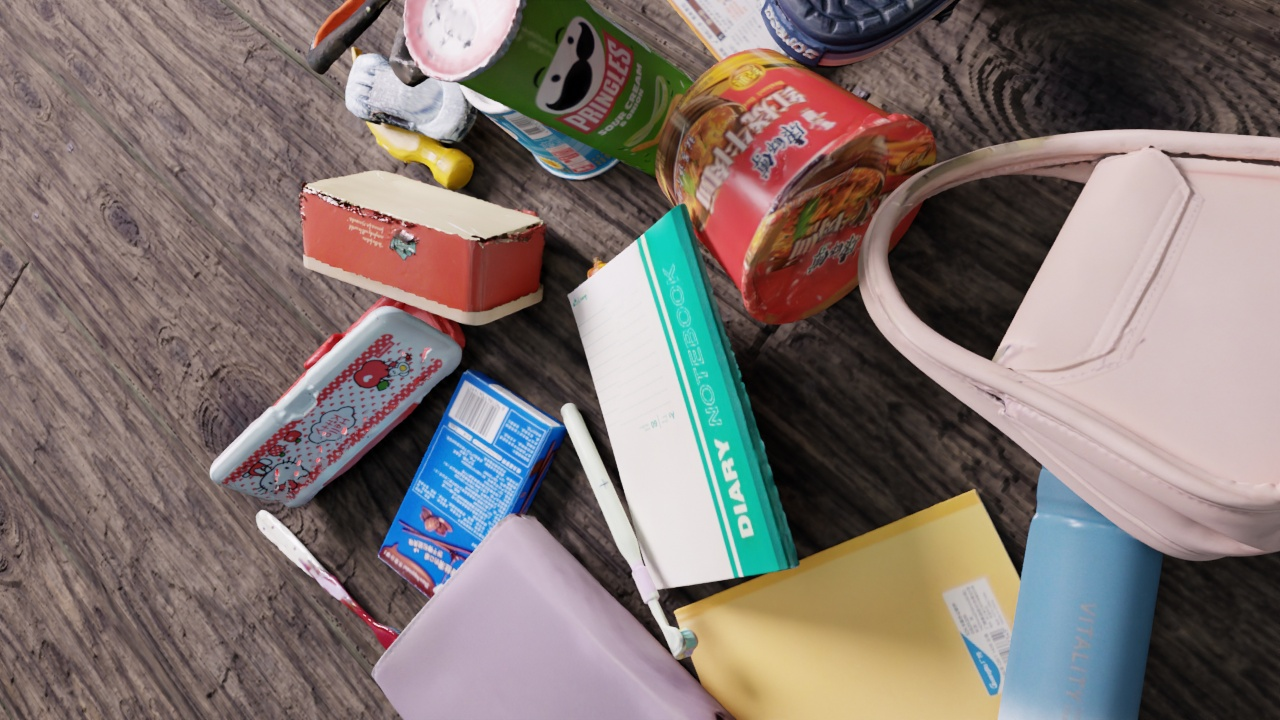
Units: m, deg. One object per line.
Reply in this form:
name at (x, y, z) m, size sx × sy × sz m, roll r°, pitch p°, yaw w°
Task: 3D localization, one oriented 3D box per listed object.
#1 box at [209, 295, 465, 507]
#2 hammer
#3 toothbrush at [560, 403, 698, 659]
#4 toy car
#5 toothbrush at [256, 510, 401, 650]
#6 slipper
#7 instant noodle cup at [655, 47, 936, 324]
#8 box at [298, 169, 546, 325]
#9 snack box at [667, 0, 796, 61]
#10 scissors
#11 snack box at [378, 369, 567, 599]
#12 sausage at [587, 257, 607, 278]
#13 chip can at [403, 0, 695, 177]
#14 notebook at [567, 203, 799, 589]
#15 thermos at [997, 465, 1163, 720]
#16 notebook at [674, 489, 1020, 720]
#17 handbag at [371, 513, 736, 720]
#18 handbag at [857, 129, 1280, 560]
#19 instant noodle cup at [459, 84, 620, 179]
box at (-0.229, 0.024, 0.676) m, size 0.202 × 0.100 × 0.095 m, roll -40°, pitch 71°, yaw 16°
hammer at (-0.111, -0.281, 0.672) m, size 0.129 × 0.032 × 0.301 m, roll 37°, pitch 104°, yaw 14°
toothbrush at (-0.012, 0.104, 0.596) m, size 0.020 × 0.029 × 0.189 m, roll -28°, pitch 61°, yaw -1°
toy car at (-0.167, -0.190, 0.661) m, size 0.106 × 0.031 × 0.049 m, roll 18°, pitch 99°, yaw 17°
toothbrush at (-0.241, 0.171, 0.716) m, size 0.187 × 0.017 × 0.016 m, roll 32°, pitch 91°, yaw 26°
slipper at (0.168, -0.251, 0.519) m, size 0.105 × 0.095 × 0.252 m, roll 45°, pitch 81°, yaw -2°
instant noodle cup at (0.083, -0.105, 0.533) m, size 0.138 × 0.137 × 0.108 m, roll -49°, pitch 59°, yaw 13°
box at (-0.153, -0.092, 0.649) m, size 0.168 × 0.091 × 0.078 m, roll 19°, pitch 117°, yaw 24°
snack box at (0.049, -0.248, 0.575) m, size 0.075 × 0.026 × 0.154 m, roll -40°, pitch 99°, yaw 16°
scissors at (-0.156, -0.271, 0.639) m, size 0.234 × 0.021 × 0.220 m, roll -33°, pitch 50°, yaw 20°
snack box at (-0.122, 0.095, 0.660) m, size 0.084 × 0.026 × 0.157 m, roll 30°, pitch 98°, yaw 24°
sausage at (-0.004, 0.004, 0.617) m, size 0.021 × 0.021 × 0.165 m, roll -25°, pitch 76°, yaw 20°
chip can at (-0.026, -0.159, 0.523) m, size 0.072 × 0.235 × 0.072 m, roll -2°, pitch 86°, yaw 30°
notebook at (0.018, 0.031, 0.557) m, size 0.151 × 0.012 × 0.209 m, roll -31°, pitch 73°, yaw 57°
thermos at (0.221, 0.149, 0.465) m, size 0.070 × 0.070 × 0.220 m, roll 9°, pitch 86°, yaw 25°
notebook at (0.134, 0.183, 0.544) m, size 0.207 × 0.010 × 0.145 m, roll -28°, pitch 74°, yaw 20°
handbag at (-0.051, 0.213, 0.578) m, size 0.197 × 0.098 × 0.145 m, roll 41°, pitch 98°, yaw 23°
handbag at (0.220, -0.034, 0.444) m, size 0.234 × 0.093 × 0.193 m, roll 26°, pitch 70°, yaw 25°
instant noodle cup at (-0.063, -0.182, 0.613) m, size 0.099 × 0.109 × 0.099 m, roll -2°, pitch 85°, yaw 24°
